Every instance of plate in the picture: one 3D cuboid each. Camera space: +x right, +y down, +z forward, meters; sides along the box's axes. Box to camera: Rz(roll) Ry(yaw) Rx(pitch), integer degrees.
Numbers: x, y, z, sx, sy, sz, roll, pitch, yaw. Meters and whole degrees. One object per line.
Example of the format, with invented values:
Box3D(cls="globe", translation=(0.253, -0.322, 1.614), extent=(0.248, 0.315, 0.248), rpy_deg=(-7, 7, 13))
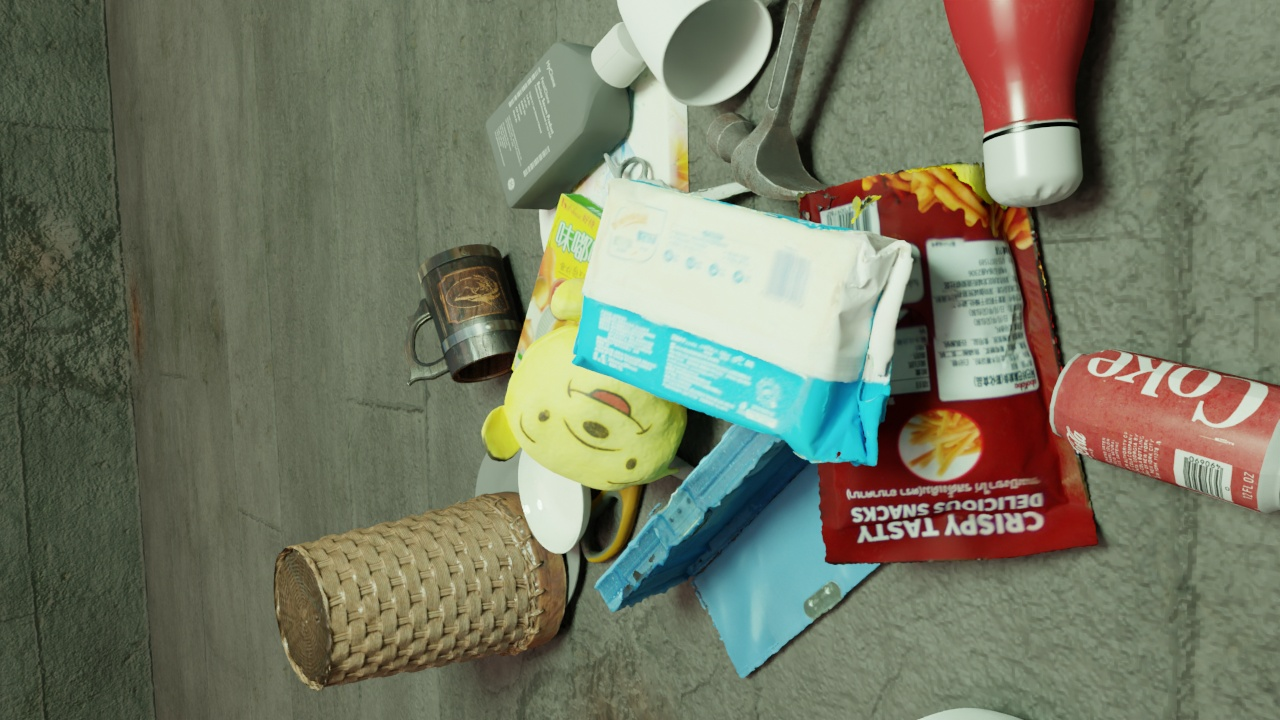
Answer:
Box3D(cls="plate", translation=(-0.107, 0.158, 0.874), extent=(0.179, 0.012, 0.178), rpy_deg=(7, 100, 49))
Box3D(cls="plate", translation=(-0.031, -0.156, 0.746), extent=(0.187, 0.016, 0.187), rpy_deg=(4, 97, 50))
Box3D(cls="plate", translation=(-0.068, 0.111, 0.785), extent=(0.104, 0.026, 0.104), rpy_deg=(12, 105, 52))

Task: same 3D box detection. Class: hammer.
Box3D(cls="hammer", translation=(0.106, -0.236, 0.500), extent=(0.137, 0.035, 0.315), rpy_deg=(-124, 36, -48))

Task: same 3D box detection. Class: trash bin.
Box3D(cls="trash bin", translation=(-0.192, 0.205, 0.806), extent=(0.151, 0.209, 0.151), rpy_deg=(8, 101, 49))

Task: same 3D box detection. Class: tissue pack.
Box3D(cls="tissue pack", translation=(0.049, -0.027, 0.493), extent=(0.209, 0.066, 0.117), rpy_deg=(21, 105, 41))

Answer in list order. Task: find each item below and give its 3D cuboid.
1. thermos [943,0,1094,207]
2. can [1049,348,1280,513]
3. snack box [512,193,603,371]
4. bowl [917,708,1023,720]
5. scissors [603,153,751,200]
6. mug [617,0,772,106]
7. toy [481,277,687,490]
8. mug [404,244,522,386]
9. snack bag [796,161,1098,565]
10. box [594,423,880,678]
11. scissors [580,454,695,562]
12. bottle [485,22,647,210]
Box3D(cls="thermos", translation=(0.182, -0.194, 0.444), extent=(0.073, 0.073, 0.240), rpy_deg=(-4, 91, 50))
Box3D(cls="can", translation=(0.242, 0.028, 0.413), extent=(0.097, 0.054, 0.054), rpy_deg=(21, 110, 47))
Box3D(cls="snack box", translation=(-0.041, -0.030, 0.735), extent=(0.132, 0.027, 0.168), rpy_deg=(40, 123, 37))
Box3D(cls="bowl", translation=(0.189, 0.242, 0.490), extent=(0.116, 0.065, 0.116), rpy_deg=(7, 99, 49))
Box3D(cls="scissors", translation=(0.030, -0.124, 0.656), extent=(0.142, 0.014, 0.147), rpy_deg=(-30, 58, 23))
Box3D(cls="mug", translation=(0.045, -0.239, 0.611), extent=(0.114, 0.081, 0.087), rpy_deg=(-37, 54, 11))
Box3D(cls="toy", translation=(-0.004, 0.004, 0.642), extent=(0.149, 0.083, 0.214), rpy_deg=(32, 115, -5))
Box3D(cls="mug", translation=(-0.171, -0.037, 0.854), extent=(0.080, 0.115, 0.107), rpy_deg=(101, 151, -74))
Box3D(cls="snack bag", translation=(0.154, 0.003, 0.485), extent=(0.139, 0.066, 0.208), rpy_deg=(-8, 85, 14))
Box3D(cls="box", translation=(0.075, 0.124, 0.597), extent=(0.112, 0.094, 0.232), rpy_deg=(57, 132, 25))
Box3D(cls="scissors", translation=(-0.013, 0.079, 0.751), extent=(0.225, 0.016, 0.229), rpy_deg=(33, 118, 42))
Box3D(cls="bottle", translation=(-0.054, -0.196, 0.717), extent=(0.174, 0.046, 0.083), rpy_deg=(-32, 70, 47))
